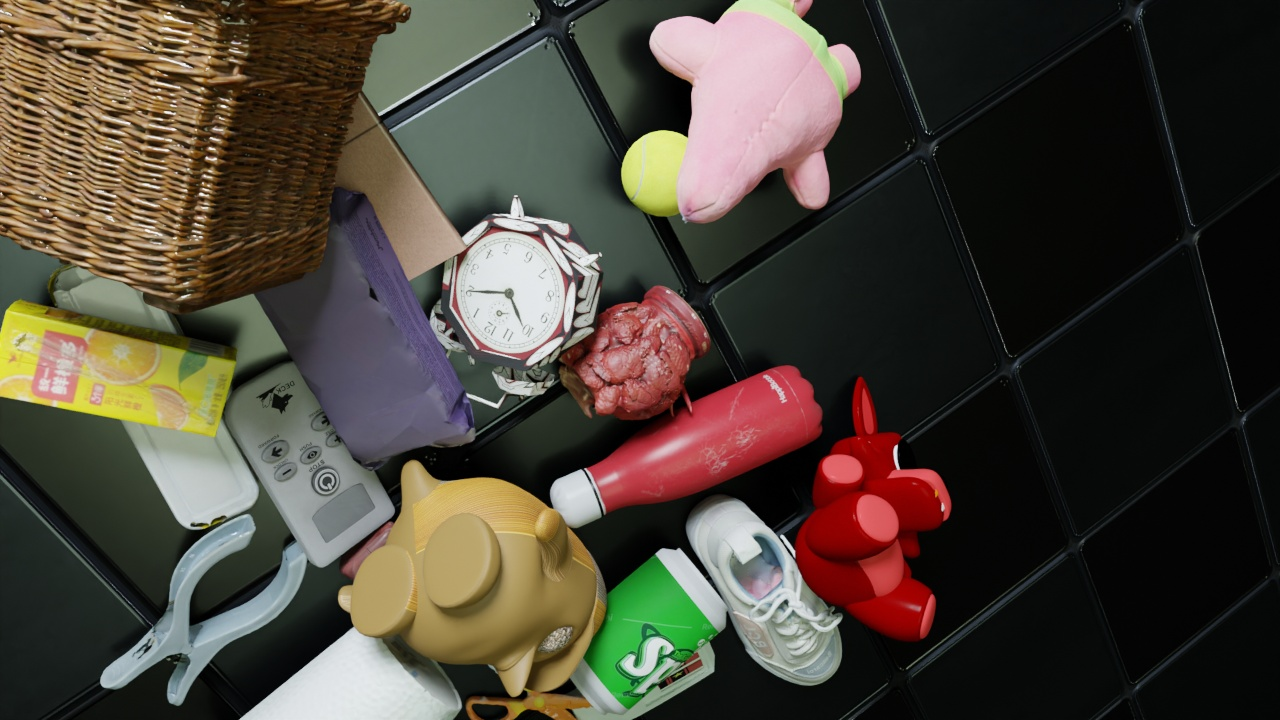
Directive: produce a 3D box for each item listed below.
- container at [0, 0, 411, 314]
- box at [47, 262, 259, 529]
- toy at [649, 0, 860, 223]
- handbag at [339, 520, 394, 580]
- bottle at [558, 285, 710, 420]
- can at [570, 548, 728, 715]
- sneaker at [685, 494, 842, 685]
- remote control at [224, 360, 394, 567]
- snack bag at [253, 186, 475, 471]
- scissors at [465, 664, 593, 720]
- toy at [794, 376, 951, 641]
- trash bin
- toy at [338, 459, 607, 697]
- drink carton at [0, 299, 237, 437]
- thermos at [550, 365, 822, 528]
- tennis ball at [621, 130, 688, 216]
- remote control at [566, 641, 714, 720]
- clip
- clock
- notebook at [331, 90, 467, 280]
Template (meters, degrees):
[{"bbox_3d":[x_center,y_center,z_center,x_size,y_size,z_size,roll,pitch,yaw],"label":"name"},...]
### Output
[{"bbox_3d":[-0.285,-0.147,0.509,0.250,0.162,0.183,20,110,10],"label":"container"},{"bbox_3d":[-0.340,0.024,0.650,0.064,0.033,0.209,-24,113,-15],"label":"box"},{"bbox_3d":[0.086,-0.185,0.692,0.192,0.097,0.236,43,59,-19],"label":"toy"},{"bbox_3d":[-0.188,0.186,0.757,0.055,0.029,0.119,-42,120,-7],"label":"handbag"},{"bbox_3d":[-0.004,0.004,0.741,0.111,0.099,0.099,-40,115,-17],"label":"bottle"},{"bbox_3d":[0.002,0.236,0.805,0.140,0.088,0.088,-39,114,-6],"label":"can"},{"bbox_3d":[0.129,0.232,0.850,0.089,0.091,0.242,-37,115,-8],"label":"sneaker"},{"bbox_3d":[-0.247,0.076,0.689,0.074,0.019,0.151,-38,117,-35],"label":"remote control"},{"bbox_3d":[-0.200,-0.013,0.649,0.096,0.058,0.205,-19,115,8],"label":"snack bag"},{"bbox_3d":[-0.088,0.296,0.824,0.133,0.012,0.097,8,100,-14],"label":"scissors"},{"bbox_3d":[0.211,0.131,0.816,0.158,0.121,0.196,57,39,-22],"label":"toy"},{"bbox_3d":[-0.235,0.293,0.717,0.161,0.133,0.133,-44,115,-10],"label":"trash bin"},{"bbox_3d":[-0.105,0.180,0.713,0.199,0.162,0.203,-25,143,22],"label":"toy"},{"bbox_3d":[-0.344,0.007,0.604,0.134,0.043,0.058,16,99,-25],"label":"drink carton"},{"bbox_3d":[0.037,0.078,0.781,0.239,0.073,0.073,-22,111,-12],"label":"thermos"},{"bbox_3d":[0.018,-0.145,0.714,0.065,0.065,0.065,-6,107,-19],"label":"tennis ball"},{"bbox_3d":[0.005,0.302,0.859,0.143,0.024,0.049,-26,112,-11],"label":"remote control"},{"bbox_3d":[-0.313,0.202,0.709,0.167,0.028,0.127,-50,132,3],"label":"clip"},{"bbox_3d":[-0.094,-0.036,0.690,0.115,0.065,0.155,35,109,12],"label":"clock"},{"bbox_3d":[-0.236,-0.131,0.627,0.141,0.008,0.209,-27,114,12],"label":"notebook"}]
